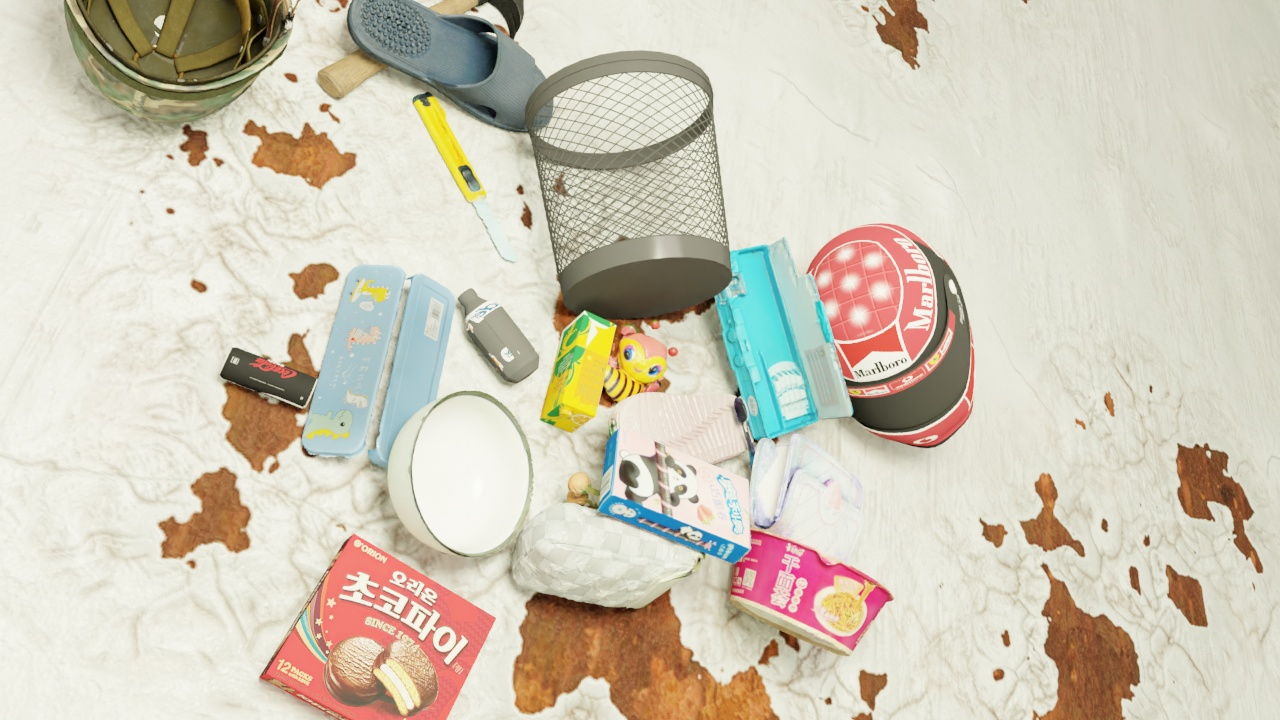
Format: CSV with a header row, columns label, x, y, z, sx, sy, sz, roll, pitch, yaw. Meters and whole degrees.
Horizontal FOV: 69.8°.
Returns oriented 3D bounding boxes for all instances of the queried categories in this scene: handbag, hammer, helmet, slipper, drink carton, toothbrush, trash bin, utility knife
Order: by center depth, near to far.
label,x,y,z,sx,sy,sz,roll,pitch,yaw
helmet,-0.413,-0.335,0.825,0.192,0.237,0.224,20,70,-29
handbag,-0.038,0.176,0.912,0.171,0.113,0.123,14,52,-25
drink carton,-0.068,0.015,0.995,0.041,0.058,0.122,25,58,-21
slipper,0.041,0.086,1.030,0.238,0.065,0.094,-2,71,-51
trash bin,-0.008,-0.185,1.031,0.217,0.218,0.227,1,72,-31
slipper,-0.194,-0.346,1.034,0.263,0.083,0.101,18,77,-37
utility knife,-0.198,-0.210,1.047,0.030,0.019,0.227,-26,87,-28
handbag,0.195,0.169,1.058,0.158,0.069,0.126,38,54,-38
toothbrush,0.139,0.132,1.072,0.017,0.016,0.189,-24,99,-64
hammer,-0.255,-0.388,1.079,0.132,0.040,0.304,43,54,-4
helmet,0.302,-0.042,1.139,0.224,0.198,0.270,30,47,-52

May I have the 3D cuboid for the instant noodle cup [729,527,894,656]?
label,x,y,z,sx,sy,sz,roll,pitch,yaw
instant noodle cup,0.171,0.251,0.977,0.178,0.179,0.077,31,73,-17

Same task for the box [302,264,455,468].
label,x,y,z,sx,sy,sz,roll,pitch,yaw
box,-0.249,0.003,0.897,0.122,0.047,0.209,18,60,-23

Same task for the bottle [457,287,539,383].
label,x,y,z,sx,sy,sz,roll,pitch,yaw
bottle,-0.153,-0.027,0.970,0.046,0.047,0.112,-39,91,-37

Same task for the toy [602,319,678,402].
label,x,y,z,sx,sy,sz,roll,pitch,yaw
toy,-0.006,0.006,1.046,0.103,0.046,0.084,-42,116,-27

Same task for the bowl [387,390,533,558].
label,x,y,z,sx,sy,sz,roll,pitch,yaw
bowl,-0.177,0.108,0.860,0.153,0.073,0.153,19,66,-51

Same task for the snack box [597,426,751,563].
label,x,y,z,sx,sy,sz,roll,pitch,yaw
snack box,0.036,0.131,0.897,0.154,0.033,0.087,24,41,-16

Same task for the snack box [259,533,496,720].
label,x,y,z,sx,sy,sz,roll,pitch,yaw
snack box,-0.225,0.251,0.805,0.152,0.036,0.132,35,55,-14

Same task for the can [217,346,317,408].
label,x,y,z,sx,sy,sz,roll,pitch,yaw
can,-0.342,0.016,0.842,0.080,0.032,0.031,25,58,-21

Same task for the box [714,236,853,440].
label,x,y,z,sx,sy,sz,roll,pitch,yaw
box,0.171,-0.031,1.074,0.097,0.117,0.226,-15,89,-37
